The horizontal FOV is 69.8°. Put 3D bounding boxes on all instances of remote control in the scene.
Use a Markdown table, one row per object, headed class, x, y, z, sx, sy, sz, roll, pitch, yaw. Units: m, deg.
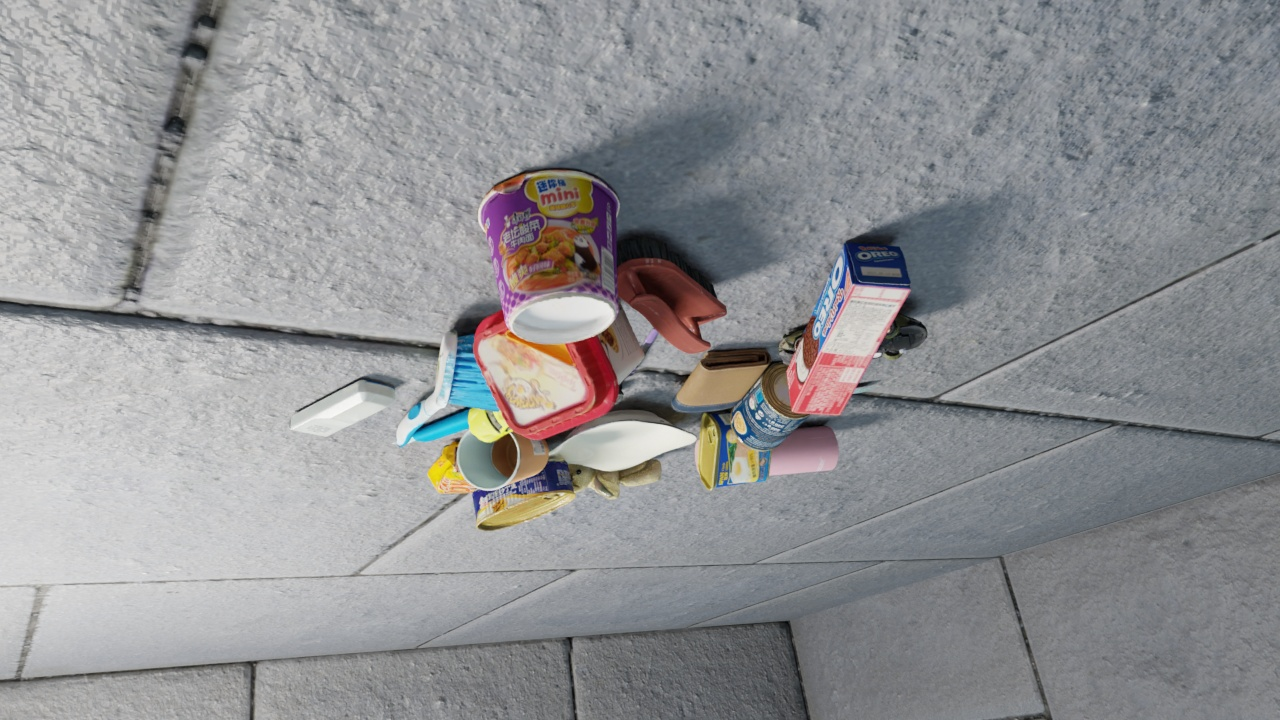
| class | x | y | z | sx | sy | sz | roll | pitch | yaw |
| --- | --- | --- | --- | --- | --- | --- | --- | --- | --- |
| remote control | -0.320 | 0.054 | 0.987 | 0.125 | 0.024 | 0.049 | -23 | 153 | 31 |

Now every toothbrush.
| class | x | y | z | sx | sy | sz | roll | pitch | yaw |
| --- | --- | --- | --- | --- | --- | --- | --- | --- | --- |
| toothbrush | -0.006 | 0.006 | 1.006 | 0.014 | 0.016 | 0.189 | -6 | 156 | -22 |

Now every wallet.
| class | x | y | z | sx | sy | sz | roll | pitch | yaw |
| --- | --- | --- | --- | --- | --- | --- | --- | --- | --- |
| wallet | 0.092 | 0.024 | 1.065 | 0.090 | 0.033 | 0.115 | -5 | 156 | -18 |

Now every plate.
| class | x | y | z | sx | sy | sz | roll | pitch | yaw |
| --- | --- | --- | --- | --- | --- | --- | --- | --- | --- |
| plate | -0.028 | 0.099 | 1.189 | 0.165 | 0.034 | 0.163 | -27 | 151 | 35 |

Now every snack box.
| class | x | y | z | sx | sy | sz | roll | pitch | yaw |
| --- | --- | --- | --- | --- | --- | --- | --- | --- | --- |
| snack box | 0.199 | -0.026 | 0.898 | 0.058 | 0.057 | 0.208 | 5 | 143 | -7 |

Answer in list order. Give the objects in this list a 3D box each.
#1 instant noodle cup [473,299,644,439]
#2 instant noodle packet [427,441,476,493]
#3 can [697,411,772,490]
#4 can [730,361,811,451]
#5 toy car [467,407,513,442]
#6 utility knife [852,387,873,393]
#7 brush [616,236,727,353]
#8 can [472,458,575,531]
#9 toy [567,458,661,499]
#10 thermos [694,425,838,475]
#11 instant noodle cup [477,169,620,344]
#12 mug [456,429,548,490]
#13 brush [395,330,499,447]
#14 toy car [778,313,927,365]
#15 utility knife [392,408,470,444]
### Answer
| class | x | y | z | sx | sy | sz | roll | pitch | yaw |
| --- | --- | --- | --- | --- | --- | --- | --- | --- | --- |
| instant noodle cup | -0.065 | -0.007 | 0.812 | 0.117 | 0.116 | 0.124 | -23 | -175 | 28 |
| instant noodle packet | -0.218 | 0.145 | 1.214 | 0.110 | 0.044 | 0.129 | 5 | 153 | -23 |
| can | 0.126 | 0.116 | 1.213 | 0.083 | 0.057 | 0.102 | -4 | 115 | -16 |
| can | 0.162 | 0.056 | 1.108 | 0.075 | 0.075 | 0.111 | -2 | 156 | -16 |
| toy car | -0.151 | 0.058 | 1.011 | 0.105 | 0.048 | 0.032 | -28 | -176 | 28 |
| utility knife | 0.212 | 0.048 | 1.193 | 0.183 | 0.019 | 0.031 | -12 | 163 | -4 |
| brush | 0.023 | -0.054 | 0.808 | 0.063 | 0.069 | 0.145 | -20 | 155 | 21 |
| can | -0.154 | 0.177 | 1.201 | 0.148 | 0.049 | 0.074 | -25 | 154 | 23 |
| toy | -0.045 | 0.160 | 1.304 | 0.157 | 0.066 | 0.105 | -1 | -162 | -27 |
| thermos | 0.179 | 0.124 | 1.295 | 0.198 | 0.067 | 0.087 | -1 | 135 | -15 |
| instant noodle cup | -0.065 | -0.072 | 0.697 | 0.111 | 0.099 | 0.112 | -7 | 158 | -3 |
| mug | -0.158 | 0.112 | 1.102 | 0.078 | 0.078 | 0.122 | -15 | 173 | 14 |
| brush | -0.200 | 0.040 | 0.972 | 0.109 | 0.060 | 0.315 | 3 | 157 | -15 |
| toy car | 0.230 | -0.020 | 0.997 | 0.158 | 0.042 | 0.070 | -11 | 154 | 15 |
| utility knife | -0.222 | 0.076 | 1.082 | 0.182 | 0.018 | 0.034 | -20 | 157 | 25 |
